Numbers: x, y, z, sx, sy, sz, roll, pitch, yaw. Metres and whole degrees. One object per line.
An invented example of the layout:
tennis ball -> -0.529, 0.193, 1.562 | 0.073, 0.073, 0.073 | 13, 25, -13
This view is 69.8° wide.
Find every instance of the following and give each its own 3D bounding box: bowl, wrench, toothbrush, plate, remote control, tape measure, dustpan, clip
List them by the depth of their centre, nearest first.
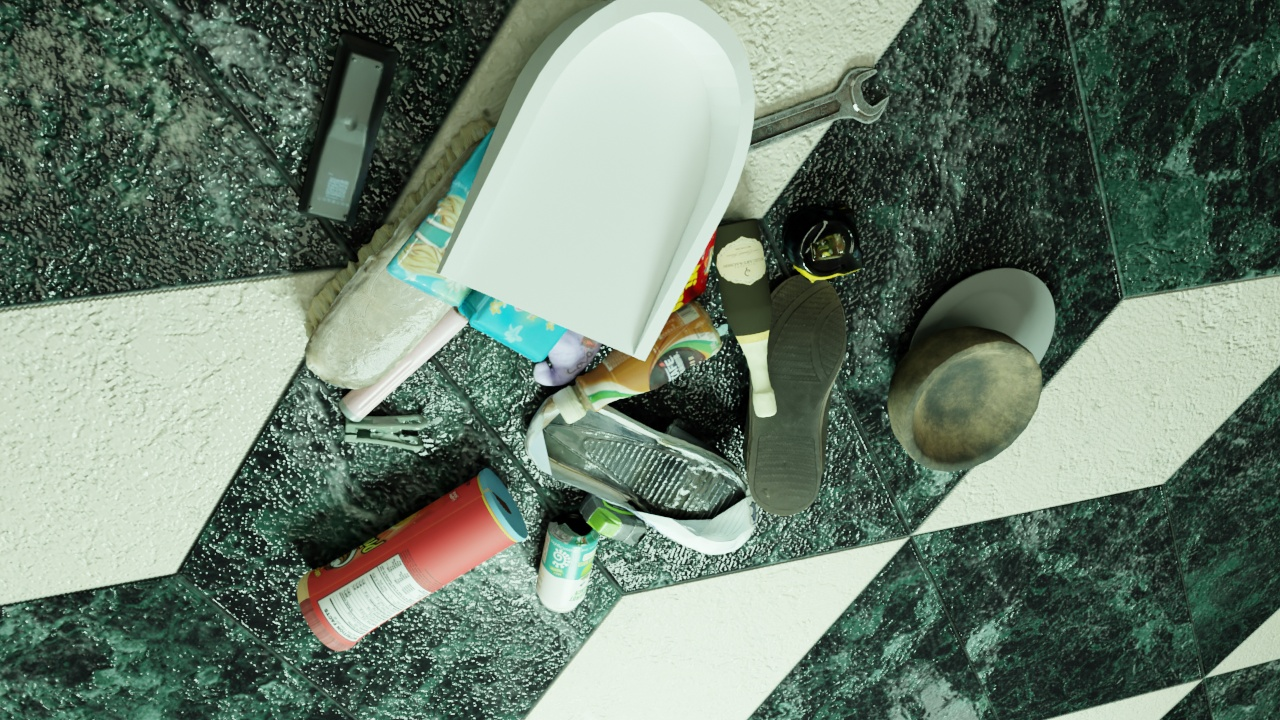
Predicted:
dustpan -> -0.012, -0.146, 0.696 | 0.191, 0.053, 0.257 | 23, 89, -33
remote control -> -0.233, -0.179, 0.727 | 0.047, 0.022, 0.150 | 12, 115, -23
wrench -> 0.096, -0.200, 0.823 | 0.273, 0.010, 0.070 | -21, 123, -5
toothbrush -> -0.186, -0.025, 0.830 | 0.223, 0.027, 0.026 | -41, 97, 8
clip -> -0.241, 0.066, 0.867 | 0.075, 0.023, 0.037 | 6, 118, -18
tape measure -> 0.175, -0.112, 0.878 | 0.072, 0.042, 0.071 | -20, 123, -5
tape measure -> -0.033, 0.163, 0.965 | 0.065, 0.058, 0.036 | 23, 115, -31
bowl -> 0.336, 0.034, 0.979 | 0.162, 0.070, 0.162 | -7, 121, -13
plate -> 0.373, -0.021, 1.010 | 0.178, 0.012, 0.179 | -7, 121, -13

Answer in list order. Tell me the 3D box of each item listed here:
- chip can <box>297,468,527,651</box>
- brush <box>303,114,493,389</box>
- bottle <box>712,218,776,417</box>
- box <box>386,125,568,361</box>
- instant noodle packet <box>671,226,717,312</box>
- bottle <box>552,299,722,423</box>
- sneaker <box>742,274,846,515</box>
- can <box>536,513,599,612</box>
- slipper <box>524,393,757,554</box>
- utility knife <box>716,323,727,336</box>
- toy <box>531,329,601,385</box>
chip can -> -0.225, 0.196, 0.910 | 0.213, 0.087, 0.087 | -31, 123, 1
brush -> -0.184, -0.087, 0.774 | 0.083, 0.056, 0.271 | 35, 104, -35
bottle -> 0.102, -0.038, 0.855 | 0.045, 0.045, 0.184 | -12, 98, -10
box -> -0.077, -0.123, 0.746 | 0.227, 0.039, 0.181 | -51, 138, 6
instant noodle packet -> 0.014, -0.076, 0.814 | 0.135, 0.040, 0.099 | -32, 145, -32
bottle -> -0.005, 0.005, 0.873 | 0.167, 0.059, 0.059 | -30, 123, -5
sneaker -> 0.153, 0.033, 0.935 | 0.095, 0.120, 0.234 | 2, 89, 4
can -> -0.079, 0.217, 0.984 | 0.055, 0.055, 0.102 | 4, 118, -19
slipper -> 0.007, 0.110, 0.947 | 0.263, 0.063, 0.111 | 26, 106, -15
utility knife -> 0.024, -0.003, 0.914 | 0.141, 0.015, 0.022 | -30, 98, 0
toy -> -0.086, -0.019, 0.857 | 0.099, 0.036, 0.080 | 33, 105, -31
